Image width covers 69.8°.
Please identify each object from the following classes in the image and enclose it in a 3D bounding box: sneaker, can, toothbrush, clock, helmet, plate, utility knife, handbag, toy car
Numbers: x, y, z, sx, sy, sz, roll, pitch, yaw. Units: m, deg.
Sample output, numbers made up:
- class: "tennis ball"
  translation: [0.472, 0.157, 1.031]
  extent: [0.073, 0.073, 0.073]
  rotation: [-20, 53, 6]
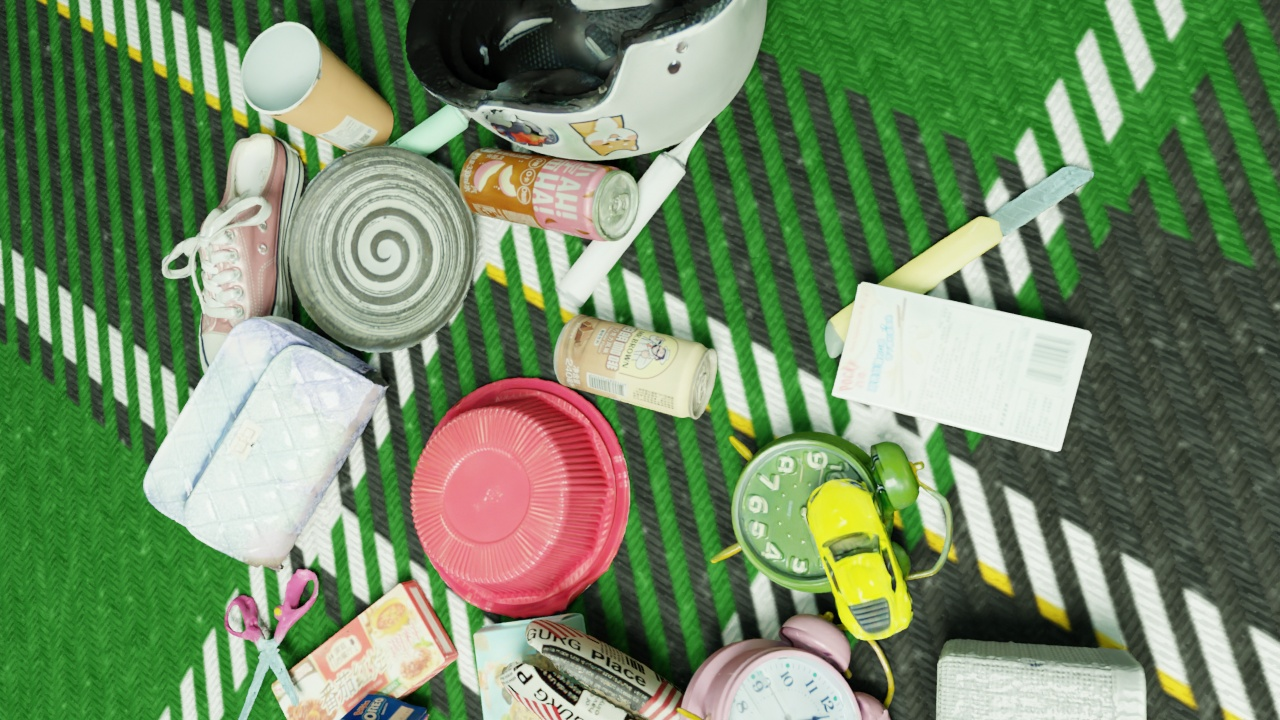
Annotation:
- class: "sneaker"
  translation: [-0.365, -0.094, 0.821]
  extent: [0.118, 0.087, 0.241]
  rotation: [5, 83, 19]
- class: "can"
  translation: [-0.076, -0.134, 0.734]
  extent: [0.147, 0.058, 0.058]
  rotation: [16, 87, 32]
- class: "toothbrush"
  translation: [0.008, -0.137, 0.739]
  extent: [0.221, 0.026, 0.026]
  rotation: [-52, 49, 5]
- class: "clock"
  translation: [0.105, 0.237, 0.616]
  extent: [0.158, 0.060, 0.117]
  rotation: [-24, 80, -26]
- class: "helmet"
  translation: [-0.024, -0.244, 0.697]
  extent: [0.275, 0.157, 0.229]
  rotation: [-5, 62, 28]
- class: "can"
  translation: [-0.004, 0.004, 0.705]
  extent: [0.116, 0.058, 0.058]
  rotation: [14, 86, 19]
- class: "plate"
  translation: [-0.224, -0.097, 0.802]
  extent: [0.179, 0.024, 0.179]
  rotation: [0, 92, 12]
- class: "utility knife"
  translation: [0.224, -0.074, 0.664]
  extent: [0.221, 0.022, 0.031]
  rotation: [-37, 73, 17]
- class: "handbag"
  translation: [-0.318, 0.067, 0.778]
  extent: [0.134, 0.075, 0.194]
  rotation: [30, 94, -8]
- class: "toothbrush"
  translation: [-0.185, -0.201, 0.812]
  extent: [0.225, 0.026, 0.027]
  rotation: [-31, 44, 11]
- class: "toy car"
  translation: [0.140, 0.128, 0.594]
  extent: [0.048, 0.032, 0.105]
  rotation: [-20, 75, 14]
- class: "clock"
  translation: [0.135, 0.109, 0.646]
  extent: [0.161, 0.056, 0.116]
  rotation: [6, 85, 18]

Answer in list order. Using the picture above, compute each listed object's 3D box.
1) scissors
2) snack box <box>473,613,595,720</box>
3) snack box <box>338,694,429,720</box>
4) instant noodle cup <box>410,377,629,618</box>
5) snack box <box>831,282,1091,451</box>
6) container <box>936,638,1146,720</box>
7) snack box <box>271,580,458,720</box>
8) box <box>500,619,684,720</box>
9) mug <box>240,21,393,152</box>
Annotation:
- class: "scissors"
  translation: [-0.320, 0.240, 0.780]
  extent: [0.130, 0.017, 0.133]
  rotation: [6, 68, 27]
- class: "snack box"
  translation: [-0.072, 0.282, 0.689]
  extent: [0.074, 0.051, 0.174]
  rotation: [-13, 78, 15]
- class: "snack box"
  translation: [-0.221, 0.369, 0.709]
  extent: [0.057, 0.058, 0.207]
  rotation: [15, 92, 8]
- class: "instant noodle cup"
  translation: [-0.107, 0.106, 0.721]
  extent: [0.194, 0.066, 0.193]
  rotation: [-3, 81, 16]
- class: "snack box"
  translation: [0.221, 0.003, 0.642]
  extent: [0.157, 0.027, 0.084]
  rotation: [14, 91, 17]
- class: "container"
  translation: [0.247, 0.225, 0.576]
  extent: [0.114, 0.090, 0.090]
  rotation: [1, 81, 21]
- class: "snack box"
  translation: [-0.229, 0.256, 0.758]
  extent: [0.153, 0.025, 0.075]
  rotation: [-38, 73, 9]
- class: "box"
  translation: [-0.012, 0.231, 0.644]
  extent: [0.163, 0.076, 0.083]
  rotation: [33, 56, -6]
- class: "mug"
  translation: [-0.271, -0.226, 0.793]
  extent: [0.078, 0.122, 0.078]
  rotation: [-3, 80, 18]
